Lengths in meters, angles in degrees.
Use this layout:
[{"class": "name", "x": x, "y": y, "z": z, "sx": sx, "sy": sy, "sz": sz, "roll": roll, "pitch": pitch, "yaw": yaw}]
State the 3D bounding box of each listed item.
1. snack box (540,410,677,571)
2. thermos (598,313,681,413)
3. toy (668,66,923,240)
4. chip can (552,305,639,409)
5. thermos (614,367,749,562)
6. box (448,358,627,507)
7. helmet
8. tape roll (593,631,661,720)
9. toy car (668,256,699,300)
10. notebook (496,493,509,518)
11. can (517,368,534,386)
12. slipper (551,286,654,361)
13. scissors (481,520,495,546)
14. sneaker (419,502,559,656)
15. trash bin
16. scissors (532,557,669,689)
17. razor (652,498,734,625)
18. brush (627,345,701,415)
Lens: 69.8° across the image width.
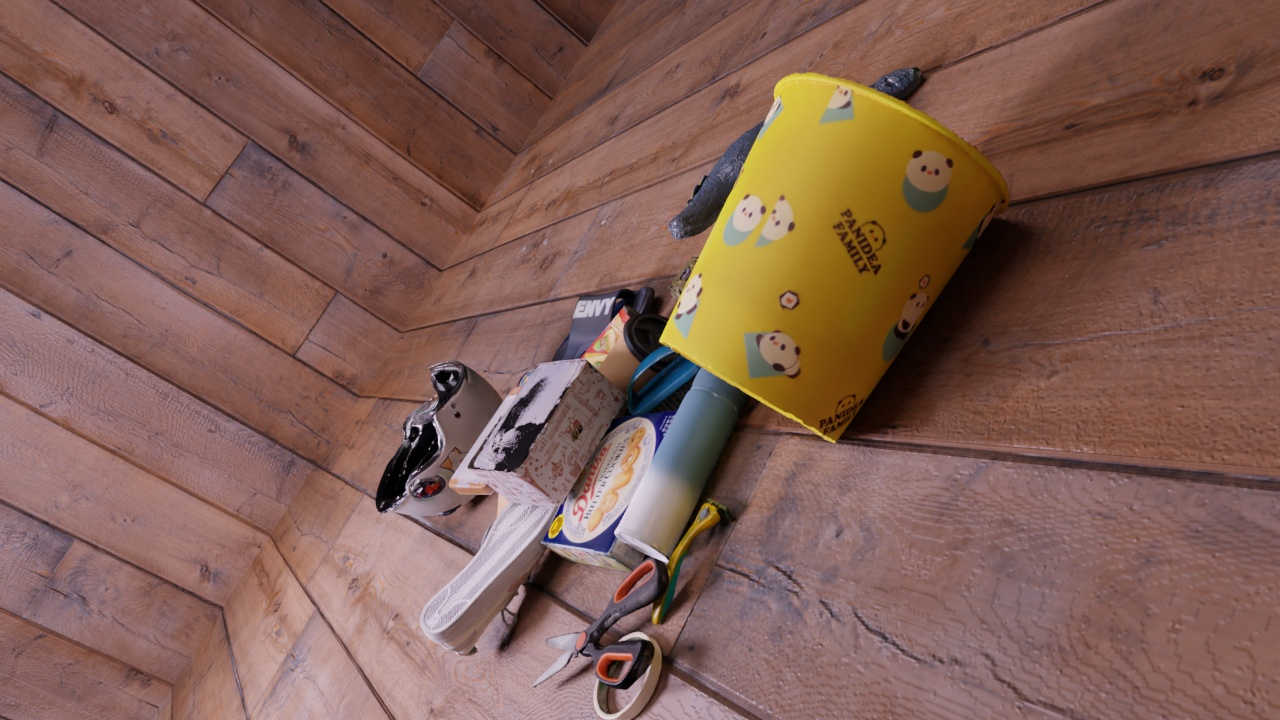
[{"class": "snack box", "x": -0.024, "y": 0.150, "z": 1.069, "sx": 0.183, "sy": 0.046, "sz": 0.177, "roll": -12, "pitch": 46, "yaw": 58}, {"class": "thermos", "x": -0.007, "y": 0.007, "z": 1.195, "sx": 0.144, "sy": 0.093, "sz": 0.092, "roll": -48, "pitch": 21, "yaw": 38}, {"class": "toy", "x": 0.179, "y": -0.255, "z": 1.128, "sx": 0.356, "sy": 0.091, "sz": 0.138, "roll": -32, "pitch": 18, "yaw": 0}, {"class": "chip can", "x": -0.064, "y": 0.024, "z": 1.297, "sx": 0.217, "sy": 0.073, "sz": 0.073, "roll": -50, "pitch": 22, "yaw": 11}, {"class": "thermos", "x": 0.050, "y": 0.101, "z": 0.968, "sx": 0.070, "sy": 0.070, "sz": 0.220, "roll": -8, "pitch": 49, "yaw": 61}, {"class": "box", "x": -0.155, "y": 0.095, "z": 1.197, "sx": 0.261, "sy": 0.082, "sz": 0.176, "roll": -6, "pitch": 46, "yaw": 54}, {"class": "helmet", "x": -0.307, "y": 0.145, "z": 1.503, "sx": 0.274, "sy": 0.156, "sz": 0.230, "roll": -62, "pitch": 22, "yaw": 10}, {"class": "tape roll", "x": -0.012, "y": 0.300, "z": 0.870, "sx": 0.086, "sy": 0.014, "sz": 0.085, "roll": -44, "pitch": 24, "yaw": 25}, {"class": "toy car", "x": 0.084, "y": -0.097, "z": 1.216, "sx": 0.070, "sy": 0.042, "sz": 0.158, "roll": -54, "pitch": 25, "yaw": 3}, {"class": "notebook", "x": -0.139, "y": 0.185, "z": 1.248, "sx": 0.212, "sy": 0.012, "sz": 0.149, "roll": -31, "pitch": 49, "yaw": 45}, {"class": "can", "x": -0.137, "y": 0.045, "z": 1.407, "sx": 0.111, "sy": 0.075, "sz": 0.075, "roll": -10, "pitch": 49, "yaw": 61}, {"class": "slipper", "x": -0.082, "y": -0.042, "z": 1.418, "sx": 0.269, "sy": 0.083, "sz": 0.110, "roll": -32, "pitch": 33, "yaw": 46}, {"class": "scissors", "x": -0.174, "y": 0.207, "z": 1.264, "sx": 0.181, "sy": 0.014, "sz": 0.159, "roll": -56, "pitch": 36, "yaw": 20}, {"class": "sneaker", "x": -0.163, "y": 0.264, "z": 1.149, "sx": 0.090, "sy": 0.091, "sz": 0.241, "roll": 21, "pitch": 63, "yaw": 45}, {"class": "trash bin", "x": 0.158, "y": -0.082, "z": 0.821, "sx": 0.255, "sy": 0.229, "sz": 0.229, "roll": -60, "pitch": 22, "yaw": 1}, {"class": "scissors", "x": -0.038, "y": 0.271, "z": 0.917, "sx": 0.204, "sy": 0.021, "sz": 0.225, "roll": -60, "pitch": 19, "yaw": -9}, {"class": "razor", "x": 0.043, "y": 0.196, "z": 0.895, "sx": 0.132, "sy": 0.028, "sz": 0.043, "roll": -59, "pitch": 26, "yaw": -7}, {"class": "brush", "x": 0.034, "y": 0.021, "z": 1.100, "sx": 0.144, "sy": 0.073, "sz": 0.055, "roll": -41, "pitch": 21, "yaw": 31}]
